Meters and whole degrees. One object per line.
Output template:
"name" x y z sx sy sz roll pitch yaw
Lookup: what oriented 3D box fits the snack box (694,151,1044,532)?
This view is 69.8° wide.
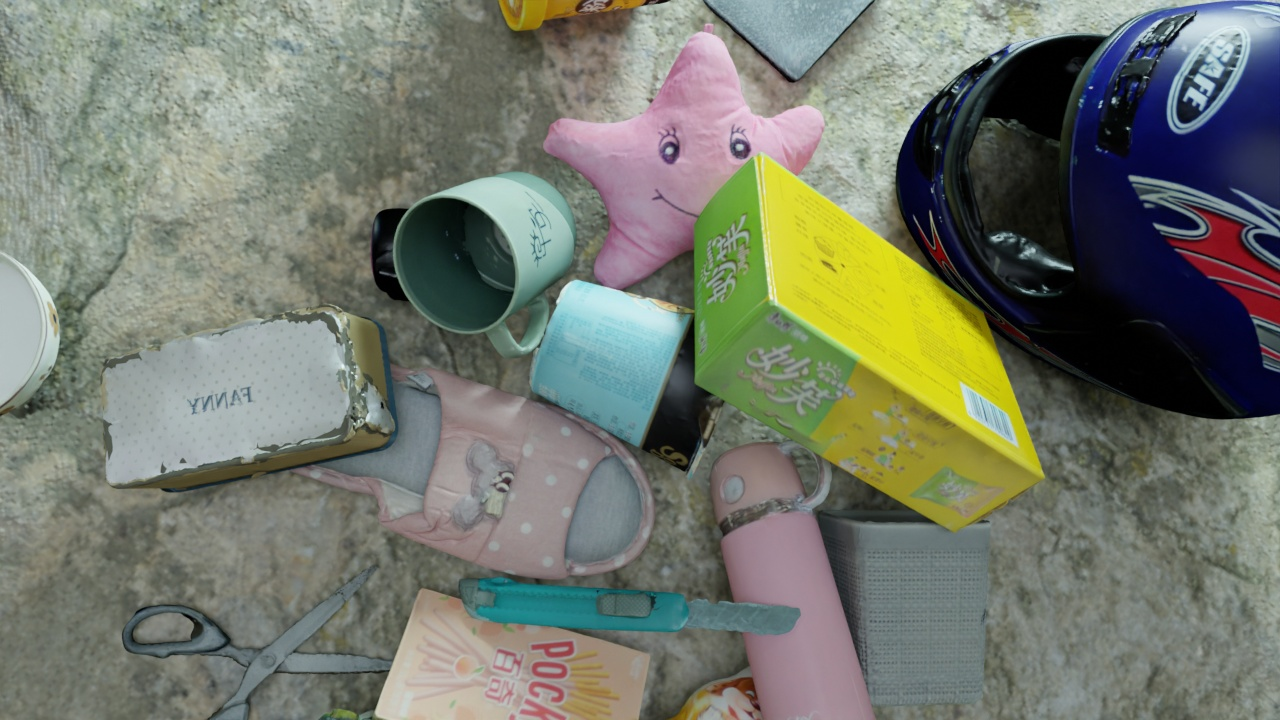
"snack box" 0.132 -0.011 0.556 0.210 0.070 0.157 29 37 -21

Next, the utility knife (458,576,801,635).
"utility knife" -0.012 0.150 0.559 0.217 0.013 0.029 0 67 12

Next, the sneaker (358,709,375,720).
"sneaker" -0.214 0.314 0.530 0.118 0.088 0.240 40 79 -1

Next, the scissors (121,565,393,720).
"scissors" -0.239 0.195 0.581 0.181 0.014 0.159 17 81 -6

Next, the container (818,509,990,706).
"container" 0.170 0.158 0.600 0.090 0.090 0.114 1 86 -7

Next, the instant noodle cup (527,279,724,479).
"instant noodle cup" -0.004 0.003 0.593 0.120 0.111 0.111 22 80 2

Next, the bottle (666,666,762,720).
"bottle" 0.060 0.234 0.589 0.108 0.063 0.063 -35 88 -25

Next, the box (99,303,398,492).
"box" -0.242 0.027 0.553 0.184 0.060 0.089 -10 80 14

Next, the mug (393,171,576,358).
"mug" -0.087 -0.060 0.581 0.082 0.106 0.112 -15 104 22

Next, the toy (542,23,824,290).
"toy" 0.031 -0.136 0.622 0.194 0.074 0.178 0 96 -9

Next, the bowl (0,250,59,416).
"bowl" -0.411 -0.014 0.561 0.113 0.062 0.113 1 84 -8

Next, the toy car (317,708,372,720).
"toy car" -0.148 0.232 0.525 0.091 0.036 0.043 21 54 -9

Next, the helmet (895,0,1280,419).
"helmet" 0.343 -0.104 0.579 0.315 0.241 0.247 31 78 -2

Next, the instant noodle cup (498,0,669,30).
"instant noodle cup" -0.037 -0.289 0.620 0.114 0.119 0.118 -10 84 -17

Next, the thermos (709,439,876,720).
"thermos" 0.099 0.146 0.570 0.087 0.067 0.198 -29 58 32

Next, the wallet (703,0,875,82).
"wallet" 0.118 -0.278 0.684 0.097 0.019 0.120 43 81 2

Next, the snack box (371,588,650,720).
"snack box" -0.077 0.205 0.574 0.157 0.026 0.084 17 51 -4

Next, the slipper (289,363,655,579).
"slipper" -0.120 0.063 0.591 0.274 0.054 0.114 21 81 -2

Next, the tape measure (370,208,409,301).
"tape measure" -0.153 -0.071 0.602 0.039 0.057 0.057 1 71 -4
